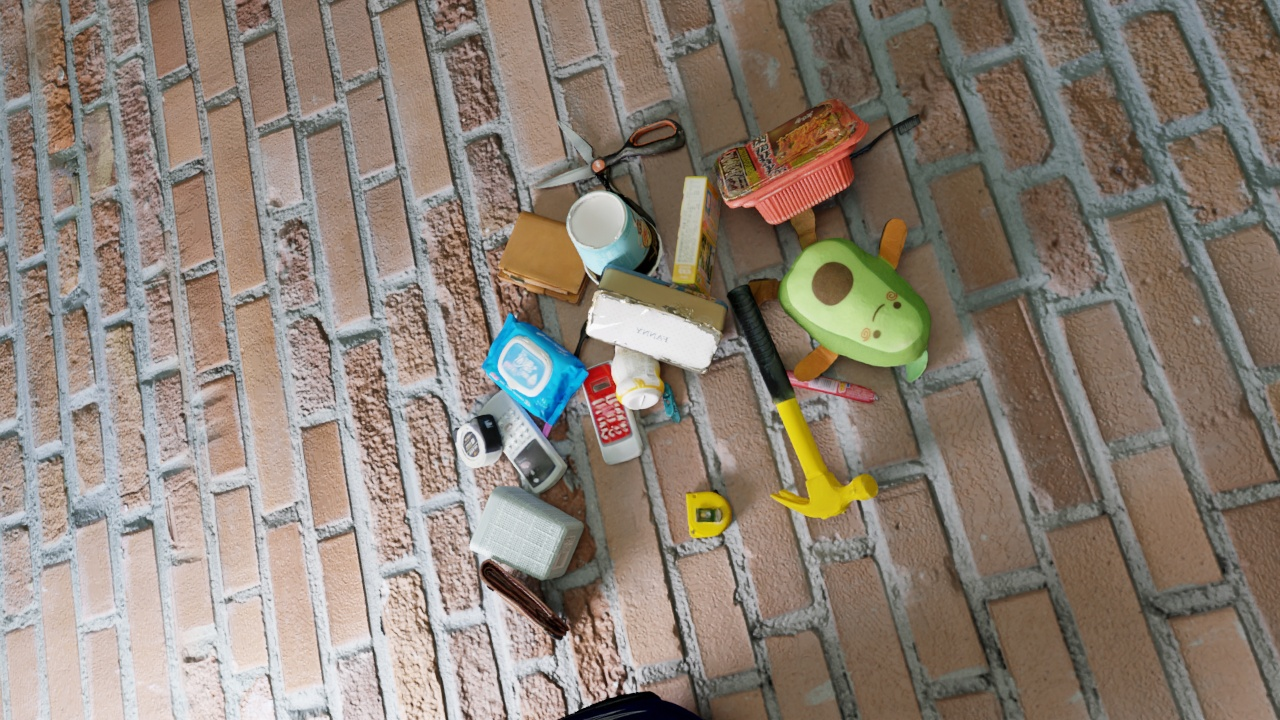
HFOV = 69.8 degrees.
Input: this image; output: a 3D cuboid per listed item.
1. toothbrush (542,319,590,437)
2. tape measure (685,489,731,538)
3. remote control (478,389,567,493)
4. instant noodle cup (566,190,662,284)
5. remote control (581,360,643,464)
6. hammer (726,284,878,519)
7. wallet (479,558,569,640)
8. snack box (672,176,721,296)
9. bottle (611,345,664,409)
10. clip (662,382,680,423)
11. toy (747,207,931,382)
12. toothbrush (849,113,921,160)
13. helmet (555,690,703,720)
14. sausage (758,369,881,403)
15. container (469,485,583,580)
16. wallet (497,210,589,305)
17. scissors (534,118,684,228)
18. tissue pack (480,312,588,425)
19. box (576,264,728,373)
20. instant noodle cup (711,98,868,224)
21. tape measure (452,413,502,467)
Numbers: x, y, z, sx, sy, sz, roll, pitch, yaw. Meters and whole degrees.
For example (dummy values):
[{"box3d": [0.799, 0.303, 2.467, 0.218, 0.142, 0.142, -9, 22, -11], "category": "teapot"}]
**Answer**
[{"box3d": [-0.099, 0.027, 1.253, 0.014, 0.017, 0.189, 23, 92, 21], "category": "toothbrush"}, {"box3d": [0.085, 0.193, 1.153, 0.057, 0.029, 0.060, -7, 79, 16], "category": "tape measure"}, {"box3d": [-0.162, 0.110, 1.250, 0.058, 0.021, 0.150, -46, 70, 15], "category": "remote control"}, {"box3d": [-0.039, -0.158, 1.179, 0.111, 0.120, 0.111, -3, 76, 14], "category": "instant noodle cup"}, {"box3d": [-0.039, 0.069, 1.220, 0.056, 0.020, 0.136, -20, 75, 13], "category": "remote control"}, {"box3d": [0.174, 0.048, 1.111, 0.129, 0.032, 0.300, -32, 74, 40], "category": "hammer"}, {"box3d": [-0.150, 0.309, 1.175, 0.124, 0.101, 0.032, 32, 71, 22], "category": "wallet"}, {"box3d": [0.074, -0.157, 1.185, 0.034, 0.087, 0.140, 3, 82, 18], "category": "snack box"}, {"box3d": [-0.007, 0.007, 1.198, 0.063, 0.063, 0.108, -19, 61, 14], "category": "bottle"}, {"box3d": [0.038, 0.054, 1.197, 0.013, 0.034, 0.054, -22, 64, 11], "category": "clip"}, {"box3d": [0.248, -0.075, 1.113, 0.247, 0.089, 0.227, 35, 103, 24], "category": "toy"}, {"box3d": [0.272, -0.260, 1.176, 0.190, 0.014, 0.016, -30, 97, 12], "category": "toothbrush"}, {"box3d": [-0.039, 0.510, 1.024, 0.315, 0.240, 0.247, -15, 77, 4], "category": "helmet"}, {"box3d": [0.221, 0.029, 1.140, 0.156, 0.020, 0.020, 13, 85, 20], "category": "sausage"}, {"box3d": [-0.144, 0.226, 1.194, 0.111, 0.090, 0.090, 22, 88, 17], "category": "container"}, {"box3d": [-0.127, -0.144, 1.279, 0.132, 0.031, 0.107, 19, 84, 20], "category": "wallet"}, {"box3d": [-0.038, -0.266, 1.275, 0.221, 0.021, 0.234, -32, 73, 11], "category": "scissors"}, {"box3d": [-0.148, 0.009, 1.241, 0.157, 0.052, 0.095, 37, 99, 26], "category": "tissue pack"}, {"box3d": [0.014, -0.053, 1.156, 0.184, 0.090, 0.061, 21, 46, 0], "category": "box"}, {"box3d": [0.190, -0.242, 1.137, 0.189, 0.164, 0.079, -28, 117, 13], "category": "instant noodle cup"}, {"box3d": [-0.221, 0.113, 1.255, 0.066, 0.033, 0.066, -27, 81, 41], "category": "tape measure"}]
